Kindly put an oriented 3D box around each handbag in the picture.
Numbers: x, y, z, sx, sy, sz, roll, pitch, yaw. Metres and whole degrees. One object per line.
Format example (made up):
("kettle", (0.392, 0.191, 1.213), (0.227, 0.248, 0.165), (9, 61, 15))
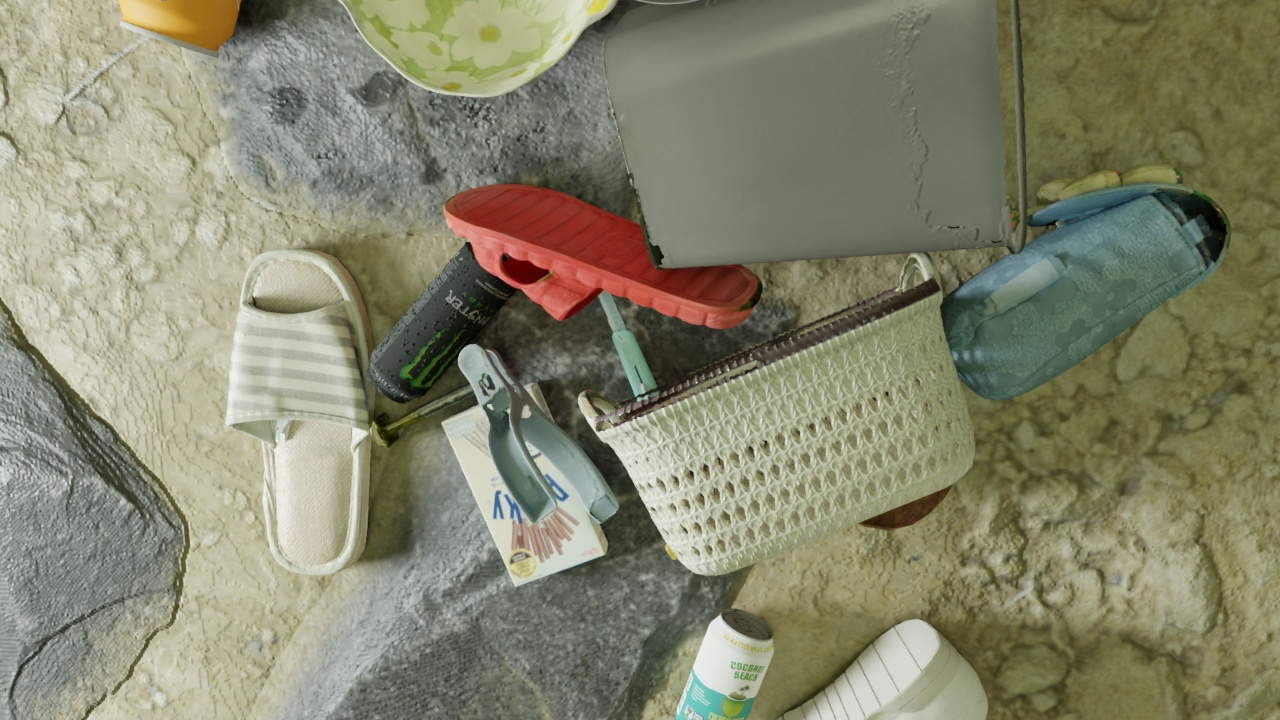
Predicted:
("handbag", (0.285, -0.062, 0.632), (0.192, 0.121, 0.118), (-34, 91, 14))

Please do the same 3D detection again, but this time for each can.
("can", (-0.153, -0.029, 0.709), (0.054, 0.054, 0.138), (43, 101, -3))
("can", (0.068, 0.256, 0.738), (0.055, 0.055, 0.102), (20, 101, 2))
("can", (-0.325, -0.301, 0.665), (0.079, 0.079, 0.142), (19, 101, 2))

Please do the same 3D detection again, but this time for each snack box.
("snack box", (-0.092, 0.101, 0.741), (0.082, 0.026, 0.150), (-22, 96, 8))

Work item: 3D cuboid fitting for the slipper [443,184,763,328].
("slipper", (-0.036, -0.065, 0.658), (0.249, 0.103, 0.059), (22, 124, 19))

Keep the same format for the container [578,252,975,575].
("container", (0.100, 0.040, 0.623), (0.252, 0.184, 0.143), (-23, 88, 6))

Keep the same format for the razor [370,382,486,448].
("razor", (-0.163, 0.036, 0.736), (0.106, 0.042, 0.026), (-26, 95, 0))

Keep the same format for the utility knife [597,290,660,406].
("utility knife", (-0.004, 0.004, 0.723), (0.022, 0.015, 0.147), (-23, 94, 4))

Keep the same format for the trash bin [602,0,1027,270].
("trash bin", (0.108, -0.164, 0.586), (0.220, 0.196, 0.198), (-8, 118, 14))

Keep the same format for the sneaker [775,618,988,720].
("sneaker", (0.175, 0.320, 0.729), (0.237, 0.090, 0.104), (-44, 99, 7))

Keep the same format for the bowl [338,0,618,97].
("bowl", (-0.115, -0.284, 0.658), (0.219, 0.060, 0.188), (7, 101, 5))

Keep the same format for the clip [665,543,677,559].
("clip", (0.042, 0.131, 0.736), (0.054, 0.046, 0.048), (-29, 129, 10))

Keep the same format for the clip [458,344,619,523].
("clip", (-0.067, 0.069, 0.691), (0.031, 0.172, 0.164), (-38, 139, 9))

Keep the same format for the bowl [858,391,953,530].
("bowl", (0.190, 0.072, 0.705), (0.102, 0.026, 0.114), (35, 99, 14))

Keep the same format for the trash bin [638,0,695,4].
("trash bin", (0.033, -0.315, 0.554), (0.156, 0.182, 0.157), (7, 123, 11))

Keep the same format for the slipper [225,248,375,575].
("slipper", (-0.270, 0.047, 0.739), (0.114, 0.054, 0.273), (-2, 101, 1))
